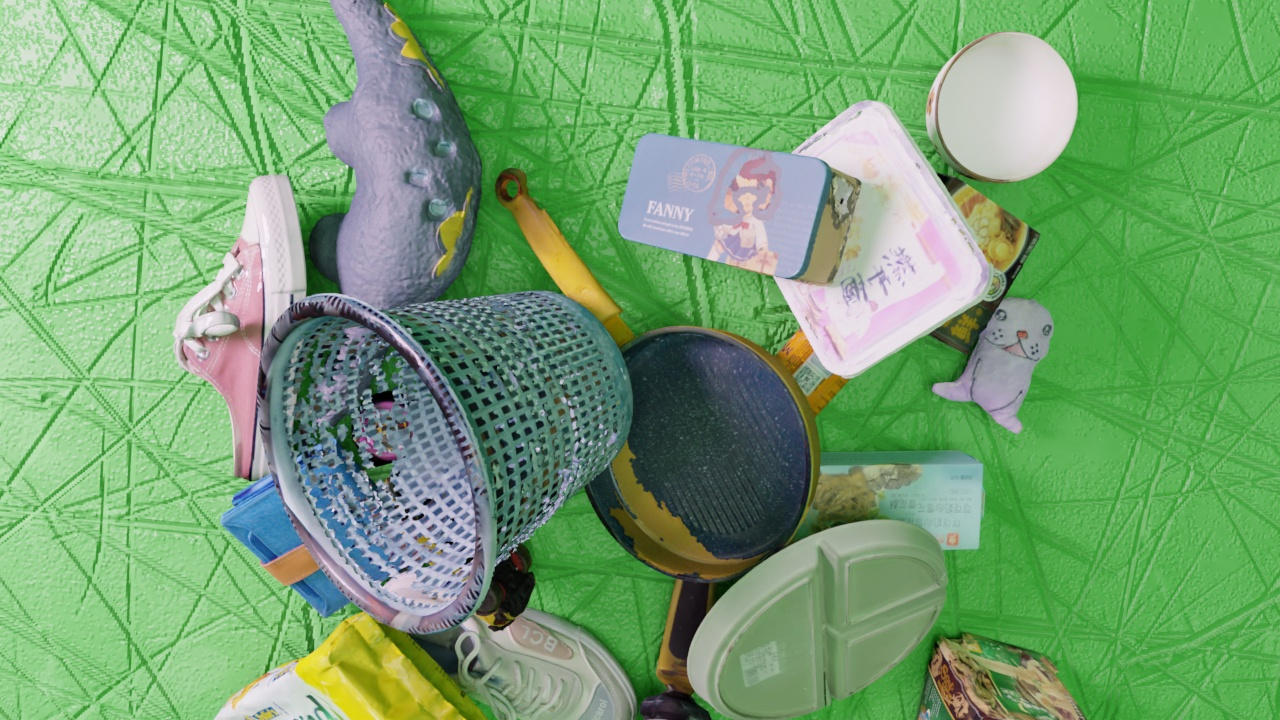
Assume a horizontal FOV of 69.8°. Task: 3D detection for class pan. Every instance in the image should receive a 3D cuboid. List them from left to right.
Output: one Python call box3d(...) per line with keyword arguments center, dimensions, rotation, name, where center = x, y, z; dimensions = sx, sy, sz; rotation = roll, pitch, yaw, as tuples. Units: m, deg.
box3d(center=(-0.004, 0.004, 0.708), dimensions=(0.198, 0.078, 0.357), rotation=(-34, 80, 27), name="pan")

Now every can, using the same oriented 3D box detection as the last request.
box3d(center=(0.116, 0.032, 0.746), dimensions=(0.058, 0.058, 0.146), rotation=(41, 96, -8), name="can")

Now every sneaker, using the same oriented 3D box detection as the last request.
box3d(center=(-0.304, -0.022, 0.693), dimensions=(0.087, 0.118, 0.241), rotation=(3, 103, -25), name="sneaker")
box3d(center=(-0.107, 0.251, 0.747), dimensions=(0.242, 0.090, 0.089), rotation=(29, 95, -8), name="sneaker")

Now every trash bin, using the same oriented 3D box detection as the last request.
box3d(center=(-0.118, 0.044, 0.644), dimensions=(0.227, 0.194, 0.227), rotation=(14, 114, 34), name="trash bin")

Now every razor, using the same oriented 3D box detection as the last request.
box3d(center=(0.040, 0.231, 0.771), dimensions=(0.062, 0.067, 0.167), rotation=(9, 90, 12), name="razor")

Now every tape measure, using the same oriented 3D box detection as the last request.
box3d(center=(-0.203, 0.053, 0.740), dimensions=(0.057, 0.039, 0.058), rotation=(-18, 104, -5), name="tape measure")

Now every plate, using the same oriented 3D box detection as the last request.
box3d(center=(0.147, 0.216, 0.731), dimensions=(0.230, 0.027, 0.231), rotation=(-12, 130, -15), name="plate")

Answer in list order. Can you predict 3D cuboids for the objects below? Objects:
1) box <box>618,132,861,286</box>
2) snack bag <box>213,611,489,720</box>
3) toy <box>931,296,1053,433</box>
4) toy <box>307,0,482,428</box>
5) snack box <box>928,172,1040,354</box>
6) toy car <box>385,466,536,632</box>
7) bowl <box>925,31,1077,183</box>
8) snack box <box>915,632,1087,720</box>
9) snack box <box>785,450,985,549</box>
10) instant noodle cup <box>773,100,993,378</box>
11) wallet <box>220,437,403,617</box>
box3d(center=(0.065, -0.115, 0.685), dimensions=(0.184, 0.062, 0.090), rotation=(16, 97, 35), name="box")
box3d(center=(-0.219, 0.285, 0.710), dimensions=(0.158, 0.068, 0.247), rotation=(49, 129, -8), name="snack bag")
box3d(center=(0.302, -0.003, 0.768), dimensions=(0.084, 0.039, 0.108), rotation=(23, 97, -2), name="toy")
box3d(center=(-0.189, -0.120, 0.693), dimensions=(0.138, 0.091, 0.356), rotation=(7, 95, 7), name="toy")
box3d(center=(0.236, -0.083, 0.737), dimensions=(0.125, 0.053, 0.113), rotation=(25, 99, -23), name="snack box")
box3d(center=(-0.146, 0.144, 0.731), dimensions=(0.156, 0.071, 0.041), rotation=(47, 113, -1), name="toy car")
box3d(center=(0.277, -0.197, 0.728), dimensions=(0.113, 0.062, 0.113), rotation=(-1, 99, -5), name="bowl")
box3d(center=(0.300, 0.314, 0.782), dimensions=(0.117, 0.118, 0.106), rotation=(16, 108, -6), name="snack box")
box3d(center=(0.195, 0.117, 0.770), dimensions=(0.175, 0.051, 0.074), rotation=(0, 97, -4), name="snack box")
box3d(center=(0.170, -0.087, 0.684), dimensions=(0.138, 0.060, 0.173), rotation=(-36, 69, 26), name="instant noodle cup")
box3d(center=(-0.247, 0.135, 0.725), dimensions=(0.106, 0.040, 0.133), rotation=(-32, 124, -3), name="wallet")
